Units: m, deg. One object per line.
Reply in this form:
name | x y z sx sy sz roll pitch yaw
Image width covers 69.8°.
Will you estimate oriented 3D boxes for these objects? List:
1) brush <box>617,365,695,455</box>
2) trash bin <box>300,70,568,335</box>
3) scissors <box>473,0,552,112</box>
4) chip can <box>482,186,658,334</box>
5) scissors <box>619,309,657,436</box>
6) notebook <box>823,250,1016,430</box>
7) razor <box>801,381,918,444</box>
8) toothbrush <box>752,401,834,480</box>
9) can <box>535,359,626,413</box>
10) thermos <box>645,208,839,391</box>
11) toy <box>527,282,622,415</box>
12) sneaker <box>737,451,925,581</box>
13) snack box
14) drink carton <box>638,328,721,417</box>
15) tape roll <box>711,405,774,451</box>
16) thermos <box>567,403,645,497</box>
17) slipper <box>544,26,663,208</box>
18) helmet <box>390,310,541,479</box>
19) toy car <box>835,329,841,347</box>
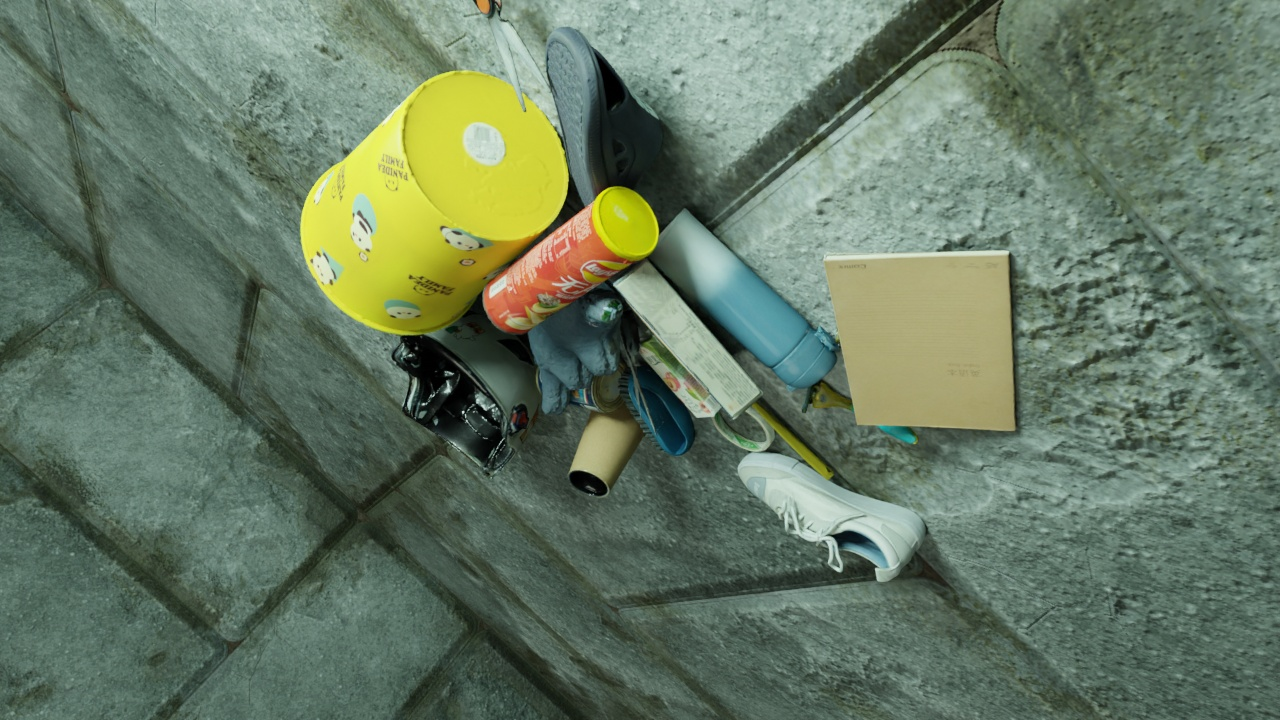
brush | 0.029 0.067 1.187 0.074 0.055 0.144 5 135 48
trash bin | -0.221 -0.171 1.004 0.229 0.228 0.256 48 145 -13
scissors | -0.147 -0.341 0.830 0.204 0.021 0.225 29 138 39
chip can | -0.076 -0.092 0.908 0.073 0.073 0.217 48 138 -14
scissors | -0.008 0.004 1.094 0.160 0.014 0.181 99 151 -66
notebook | 0.256 -0.013 0.827 0.150 0.012 0.212 2 135 26
razor | 0.233 0.057 0.967 0.133 0.028 0.043 24 116 31
toothbrush | 0.161 0.072 1.083 0.190 0.015 0.017 44 144 -6
can | -0.076 0.026 1.234 0.111 0.075 0.075 10 139 41
thermos | 0.104 -0.059 0.927 0.220 0.070 0.070 41 151 -3
toy | -0.080 -0.035 1.069 0.357 0.091 0.137 134 125 -66
sneaker | 0.213 0.192 1.109 0.242 0.090 0.090 21 144 32
snack box | 0.038 -0.035 0.963 0.178 0.046 0.182 48 -178 -13
drink carton | 0.052 0.010 1.094 0.122 0.045 0.054 49 163 -10
tape roll | 0.126 0.078 1.133 0.086 0.013 0.086 29 148 20
thermos | -0.045 0.113 1.260 0.093 0.142 0.093 17 143 13
slipper | -0.029 -0.216 0.859 0.268 0.083 0.110 87 160 -70
helmet | -0.232 0.029 1.338 0.230 0.156 0.275 32 143 20
toy car | 0.206 -0.050 0.846 0.049 0.031 0.106 7 138 20
